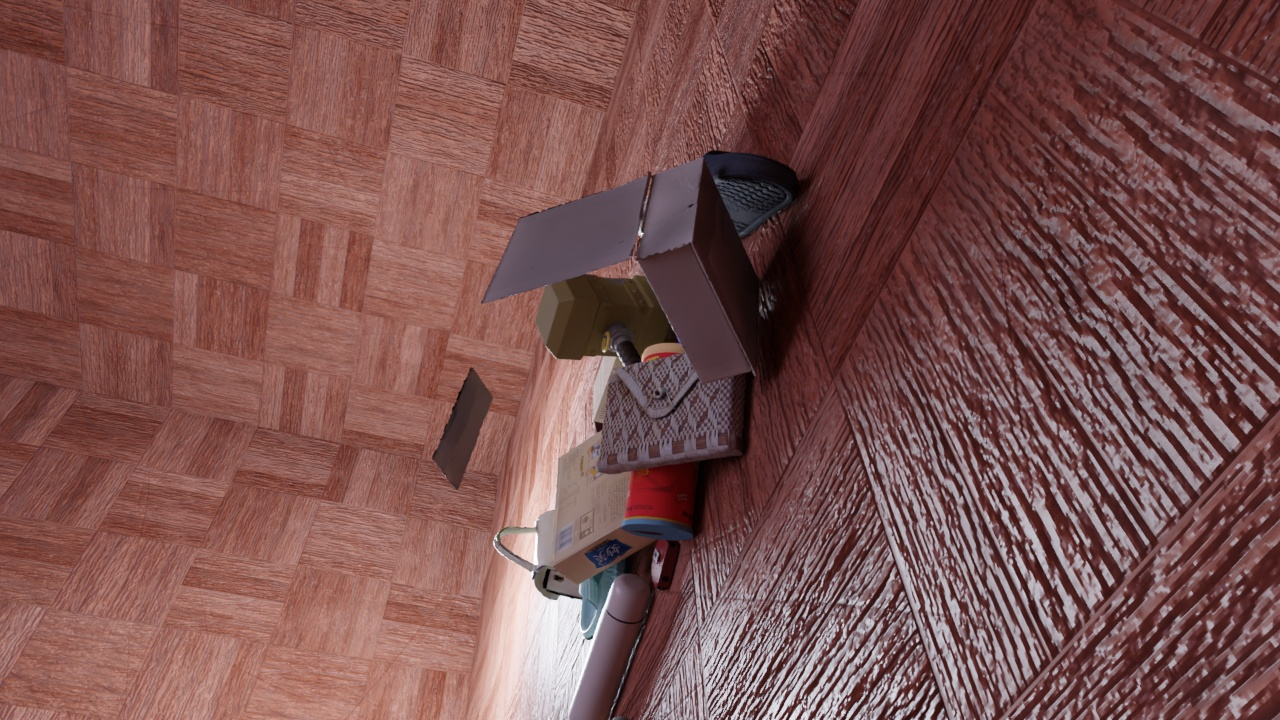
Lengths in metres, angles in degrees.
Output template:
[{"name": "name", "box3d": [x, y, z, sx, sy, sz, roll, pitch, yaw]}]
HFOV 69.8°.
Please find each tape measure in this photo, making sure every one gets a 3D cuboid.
[{"name": "tape measure", "box3d": [0.026, 0.238, 1.089, 0.051, 0.019, 0.059, -156, 79, -78]}]

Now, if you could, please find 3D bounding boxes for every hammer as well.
[{"name": "hammer", "box3d": [-0.007, 0.007, 1.238, 0.324, 0.190, 0.101, 61, 139, 48]}]

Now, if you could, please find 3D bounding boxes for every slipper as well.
[{"name": "slipper", "box3d": [0.097, -0.202, 1.029, 0.268, 0.110, 0.083, 171, 115, -74]}, {"name": "slipper", "box3d": [-0.051, 0.247, 1.280, 0.116, 0.069, 0.276, 149, 139, -75]}]

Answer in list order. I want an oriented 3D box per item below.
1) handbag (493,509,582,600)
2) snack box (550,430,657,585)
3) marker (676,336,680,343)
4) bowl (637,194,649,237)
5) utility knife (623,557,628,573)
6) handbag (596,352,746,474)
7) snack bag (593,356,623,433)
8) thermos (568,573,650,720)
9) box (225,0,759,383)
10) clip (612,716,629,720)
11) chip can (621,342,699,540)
[{"name": "handbag", "box3d": [-0.148, 0.306, 1.461, 0.151, 0.176, 0.074, -99, 23, -61]}, {"name": "snack box", "box3d": [-0.039, 0.173, 1.207, 0.153, 0.055, 0.207, -34, 30, 20]}, {"name": "marker", "box3d": [0.049, -0.042, 1.240, 0.141, 0.013, 0.013, -112, 34, -50]}, {"name": "bowl", "box3d": [0.045, -0.195, 1.299, 0.113, 0.112, 0.061, 135, 123, -69]}, {"name": "utility knife", "box3d": [-0.025, 0.308, 1.268, 0.031, 0.015, 0.206, 124, 157, -53]}, {"name": "handbag", "box3d": [0.030, 0.052, 0.989, 0.186, 0.047, 0.124, -14, 61, 37]}, {"name": "snack bag", "box3d": [-0.033, 0.049, 1.463, 0.094, 0.070, 0.207, -94, 20, -56]}, {"name": "thermos", "box3d": [-0.039, 0.372, 1.168, 0.052, 0.052, 0.224, -104, 29, -67]}, {"name": "box", "box3d": [-0.097, -0.177, 0.857, 0.166, 0.528, 0.234, -79, 12, -51]}, {"name": "clip", "box3d": [-0.030, 0.456, 1.111, 0.076, 0.023, 0.043, 113, 164, -49]}, {"name": "chip can", "box3d": [0.032, 0.093, 1.060, 0.087, 0.087, 0.213, 129, 151, -66]}]
